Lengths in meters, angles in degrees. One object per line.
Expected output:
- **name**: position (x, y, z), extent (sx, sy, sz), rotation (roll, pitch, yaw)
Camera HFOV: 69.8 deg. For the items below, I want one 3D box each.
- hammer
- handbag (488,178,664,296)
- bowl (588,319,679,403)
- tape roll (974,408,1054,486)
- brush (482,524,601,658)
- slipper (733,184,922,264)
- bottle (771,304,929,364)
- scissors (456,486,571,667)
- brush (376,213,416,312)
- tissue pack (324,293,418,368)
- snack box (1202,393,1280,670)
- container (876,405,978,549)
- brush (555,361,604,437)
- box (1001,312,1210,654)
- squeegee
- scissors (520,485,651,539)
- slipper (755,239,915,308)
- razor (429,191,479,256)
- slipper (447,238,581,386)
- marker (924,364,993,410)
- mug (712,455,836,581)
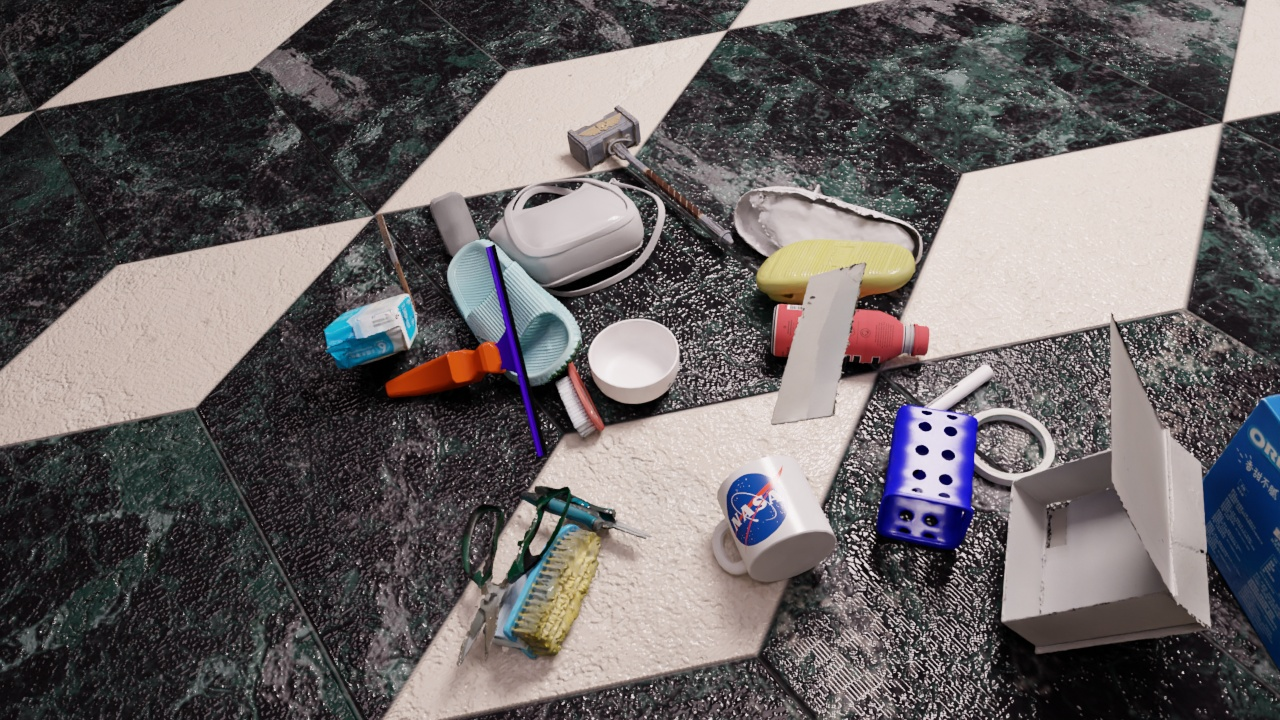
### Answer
- **hammer**: position (0.024, -0.249, 1.280), extent (0.098, 0.044, 0.322), rotation (-32, 55, -18)
- **handbag**: position (-0.096, -0.190, 1.247), extent (0.215, 0.096, 0.222), rotation (-24, 40, -13)
- **bowl**: position (-0.006, 0.006, 1.076), extent (0.105, 0.054, 0.104), rotation (-2, 53, 3)
- **tape roll**: position (0.393, 0.092, 0.983), extent (0.093, 0.013, 0.092), rotation (-4, 51, 4)
- **brush**: position (-0.096, 0.223, 0.917), extent (0.075, 0.055, 0.135), rotation (0, 48, 35)
- **slipper**: position (0.237, -0.167, 1.172), extent (0.247, 0.074, 0.112), rotation (16, 86, 21)
- **bottle**: position (0.243, -0.029, 1.067), extent (0.177, 0.062, 0.062), rotation (5, 52, 11)
- **scissors**: position (-0.156, 0.213, 0.925), extent (0.155, 0.015, 0.208), rotation (-1, 49, 40)
- **brush**: position (-0.302, -0.113, 1.150), extent (0.008, 0.143, 0.045), rotation (-19, 43, -10)
- **tissue pack**: position (-0.321, -0.035, 1.116), extent (0.093, 0.062, 0.144), rotation (-18, 15, -2)
- **snack box**: position (0.577, 0.173, 0.779), extent (0.056, 0.196, 0.238), rotation (-11, 51, -1)
- **container**: position (0.292, 0.116, 0.932), extent (0.084, 0.085, 0.113), rotation (10, 53, 14)
- **brush**: position (-0.086, 0.022, 1.087), extent (0.030, 0.041, 0.172), rotation (-29, 50, 3)
- **box**: position (0.410, 0.063, 0.691), extent (0.149, 0.507, 0.166), rotation (13, 53, 11)
- **squeegee**: position (-0.218, 0.011, 1.085), extent (0.185, 0.055, 0.249), rotation (-16, 84, 15)
- **scissors**: position (-0.058, 0.159, 0.976), extent (0.128, 0.019, 0.139), rotation (5, 15, -22)
- **slipper**: position (0.238, -0.097, 1.111), extent (0.191, 0.082, 0.091), rotation (1, 46, 30)
- **razor**: position (-0.269, -0.201, 1.272), extent (0.047, 0.088, 0.116), rotation (-27, 34, -14)
- **slipper**: position (-0.175, -0.069, 1.127), extent (0.116, 0.069, 0.276), rotation (-51, 52, 10)
- **marker**: position (0.341, 0.044, 1.026), extent (0.133, 0.017, 0.020), rotation (-32, 18, -17)
- **mug**: position (0.123, 0.166, 0.919), extent (0.121, 0.091, 0.090), rotation (-39, 49, 21)
